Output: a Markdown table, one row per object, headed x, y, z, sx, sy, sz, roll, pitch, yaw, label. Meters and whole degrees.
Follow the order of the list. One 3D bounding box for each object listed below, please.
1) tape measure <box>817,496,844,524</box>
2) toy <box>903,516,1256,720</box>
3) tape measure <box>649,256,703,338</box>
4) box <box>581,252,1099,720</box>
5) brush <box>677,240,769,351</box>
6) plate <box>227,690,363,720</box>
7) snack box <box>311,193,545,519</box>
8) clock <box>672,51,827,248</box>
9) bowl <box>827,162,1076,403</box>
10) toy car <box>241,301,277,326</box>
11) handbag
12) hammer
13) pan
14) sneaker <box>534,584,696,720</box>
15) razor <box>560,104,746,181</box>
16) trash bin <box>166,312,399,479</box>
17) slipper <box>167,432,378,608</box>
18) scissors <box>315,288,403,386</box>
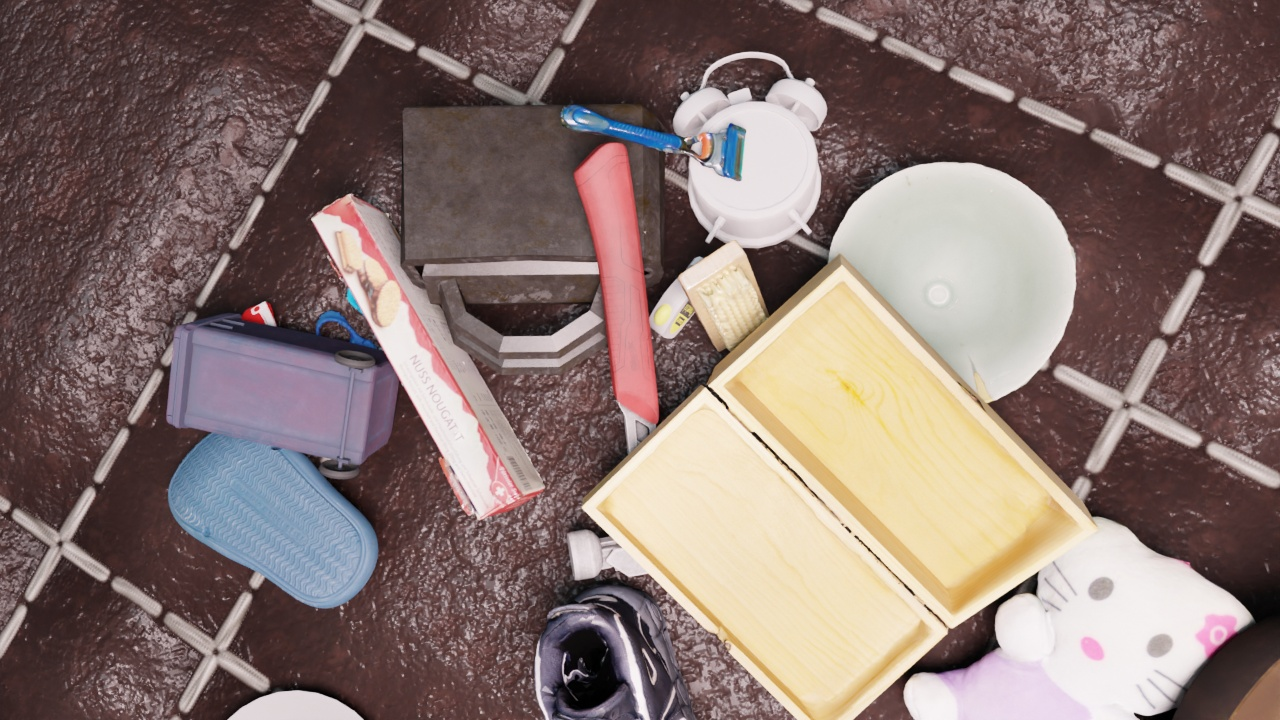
| x | y | z | sx | sy | sz | roll | pitch | yaw | label |
| --- | --- | --- | --- | --- | --- | --- | --- | --- | --- |
| 0.162 | 0.093 | 0.693 | 0.060 | 0.020 | 0.062 | -15 | 81 | 7 | tape measure |
| 0.296 | 0.210 | 0.622 | 0.209 | 0.085 | 0.137 | -45 | 61 | 8 | toy |
| 0.033 | -0.047 | 0.709 | 0.017 | 0.064 | 0.065 | 38 | 94 | 11 | tape measure |
| 0.133 | 0.101 | 0.639 | 0.257 | 0.076 | 0.247 | -44 | 94 | 7 | box |
| 0.066 | -0.040 | 0.674 | 0.049 | 0.117 | 0.039 | -32 | 59 | 2 | brush |
| -0.271 | 0.350 | 0.730 | 0.173 | 0.019 | 0.172 | -1 | 83 | 9 | plate |
| -0.168 | -0.003 | 0.724 | 0.044 | 0.076 | 0.273 | -32 | 82 | 6 | snack box |
| 0.087 | -0.165 | 0.720 | 0.120 | 0.061 | 0.159 | -4 | 78 | 8 | clock |
| 0.221 | -0.053 | 0.677 | 0.174 | 0.068 | 0.174 | -1 | 85 | 8 | bowl |
| -0.347 | -0.014 | 0.784 | 0.089 | 0.025 | 0.038 | -27 | 80 | 5 | toy car |
| -0.079 | -0.086 | 0.711 | 0.197 | 0.102 | 0.199 | 0 | 75 | 1 | handbag |
| -0.004 | 0.004 | 0.663 | 0.126 | 0.036 | 0.316 | -8 | 105 | -9 | hammer |
| 0.407 | 0.315 | 0.586 | 0.248 | 0.043 | 0.356 | 4 | 101 | -18 | pan |
| -0.011 | 0.266 | 0.611 | 0.097 | 0.151 | 0.252 | -21 | 65 | 10 | sneaker |
| 0.009 | -0.164 | 0.671 | 0.141 | 0.018 | 0.043 | 10 | 80 | -14 | razor |
| -0.282 | 0.021 | 0.724 | 0.161 | 0.092 | 0.094 | 12 | 102 | 3 | trash bin |
| -0.292 | 0.122 | 0.744 | 0.214 | 0.059 | 0.103 | 27 | 78 | 23 | slipper |
| -0.217 | -0.002 | 0.771 | 0.073 | 0.016 | 0.134 | -39 | 84 | -2 | scissors |
